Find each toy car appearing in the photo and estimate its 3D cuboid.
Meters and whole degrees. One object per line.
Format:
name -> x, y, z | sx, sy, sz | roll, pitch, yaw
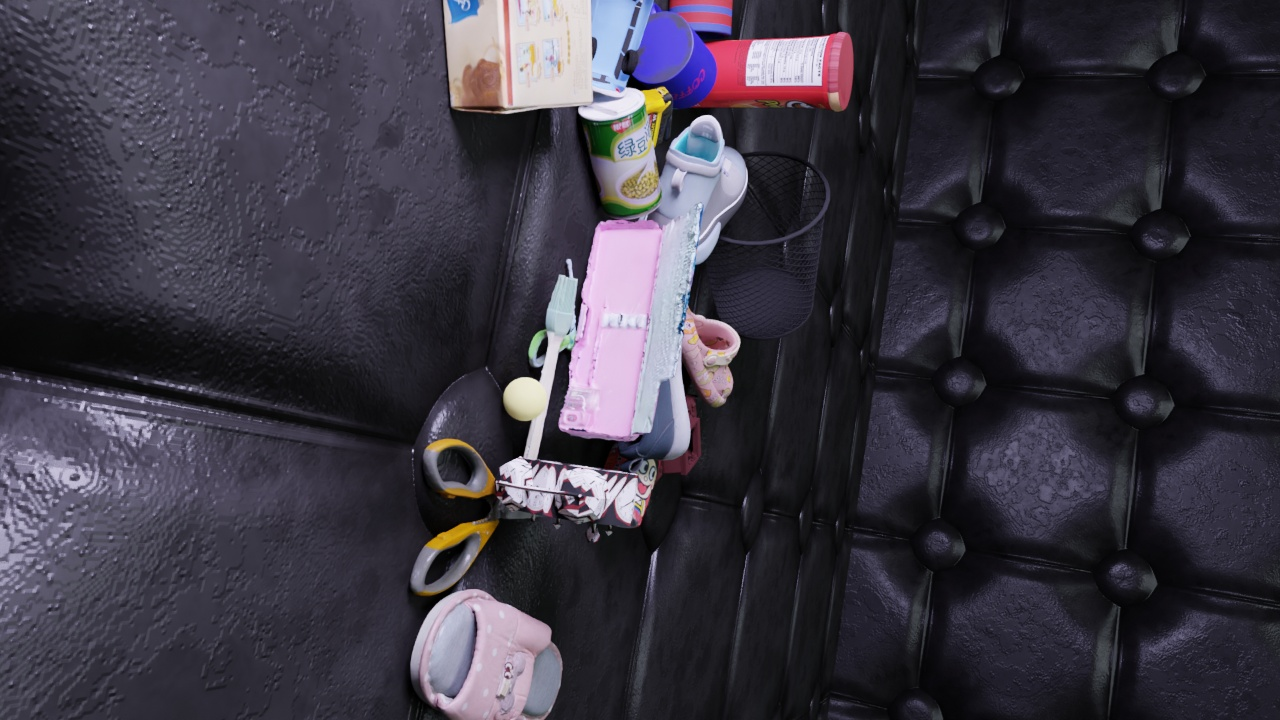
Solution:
toy car -> -0.022, -0.334, 0.877 | 0.054, 0.056, 0.153 | -126, -130, -60
toy car -> 0.043, 0.101, 1.186 | 0.169, 0.062, 0.070 | -43, 135, -57

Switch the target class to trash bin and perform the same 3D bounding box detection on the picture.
trash bin -> 0.169, -0.149, 1.282 | 0.210, 0.184, 0.183 | 77, 29, -50

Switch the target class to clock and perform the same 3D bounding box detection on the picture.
clock -> -0.067, 0.125, 0.820 | 0.154, 0.115, 0.065 | 21, 75, -64

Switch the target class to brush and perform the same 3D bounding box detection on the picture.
brush -> -0.092, 0.025, 0.886 | 0.033, 0.012, 0.217 | 4, 99, -64

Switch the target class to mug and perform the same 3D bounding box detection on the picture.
mug -> 0.030, -0.348, 1.026 | 0.083, 0.079, 0.111 | 11, 58, -67
mug -> 0.071, -0.429, 1.107 | 0.112, 0.075, 0.076 | -104, -164, -78

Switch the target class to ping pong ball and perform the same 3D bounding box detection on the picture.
ping pong ball -> -0.106, 0.036, 0.843 | 0.040, 0.040, 0.040 | 7, 90, -67

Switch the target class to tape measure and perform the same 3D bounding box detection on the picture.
tape measure -> 0.001, -0.260, 0.993 | 0.064, 0.037, 0.066 | -27, 148, -18

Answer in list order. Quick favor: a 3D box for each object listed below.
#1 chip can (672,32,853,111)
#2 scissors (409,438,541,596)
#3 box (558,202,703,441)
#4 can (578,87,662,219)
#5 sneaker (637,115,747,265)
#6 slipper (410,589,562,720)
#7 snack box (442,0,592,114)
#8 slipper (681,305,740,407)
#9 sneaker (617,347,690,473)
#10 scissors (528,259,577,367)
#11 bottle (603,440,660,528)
chip can -> 0.138, -0.341, 1.090 | 0.087, 0.214, 0.087 | 7, 89, -67
scissors -> -0.135, 0.120, 0.825 | 0.224, 0.016, 0.175 | -30, 123, -60
box -> 0.002, -0.036, 0.911 | 0.061, 0.161, 0.230 | 23, 71, -43
can -> -0.019, -0.213, 0.945 | 0.067, 0.067, 0.121 | -61, 149, -42
sneaker -> 0.079, -0.232, 1.086 | 0.255, 0.093, 0.161 | -57, 166, -46
slipper -> -0.124, 0.287, 0.853 | 0.274, 0.054, 0.114 | 55, 46, -58
snack box -> -0.097, -0.311, 0.748 | 0.153, 0.055, 0.207 | -34, 128, -61
slipper -> 0.094, -0.013, 1.221 | 0.197, 0.081, 0.093 | 56, 14, -52
sneaker -> -0.006, 0.006, 1.023 | 0.087, 0.089, 0.235 | -4, 83, -34
scissors -> -0.071, -0.020, 0.951 | 0.171, 0.021, 0.173 | -33, 122, -58
bottle -> -0.009, 0.122, 1.069 | 0.062, 0.062, 0.137 | 63, 40, -53
